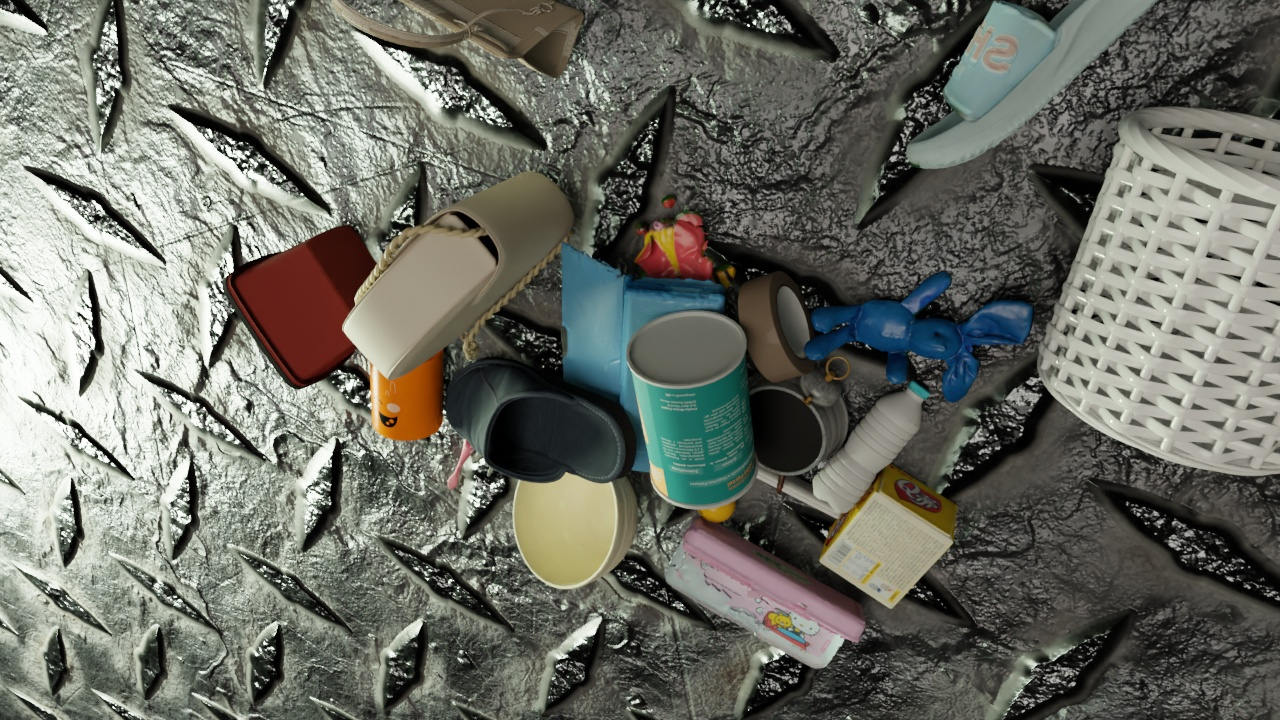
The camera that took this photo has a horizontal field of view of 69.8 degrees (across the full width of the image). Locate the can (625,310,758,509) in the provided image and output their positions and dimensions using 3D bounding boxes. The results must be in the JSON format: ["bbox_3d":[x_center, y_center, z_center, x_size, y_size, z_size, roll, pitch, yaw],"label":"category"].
[{"bbox_3d":[0.048,0.044,0.796,0.099,0.099,0.144,7,132,21],"label":"can"}]

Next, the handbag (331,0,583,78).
[{"bbox_3d":[-0.169,-0.284,0.741,0.175,0.197,0.062,31,123,7],"label":"handbag"}]

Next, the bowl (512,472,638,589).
[{"bbox_3d":[-0.058,0.163,0.977,0.151,0.075,0.150,-5,82,38],"label":"bowl"}]

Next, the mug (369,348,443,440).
[{"bbox_3d":[-0.267,0.020,1.021,0.112,0.077,0.096,36,130,42],"label":"mug"}]

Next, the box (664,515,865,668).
[{"bbox_3d":[0.122,0.251,0.954,0.201,0.111,0.101,28,98,8],"label":"box"}]

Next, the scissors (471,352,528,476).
[{"bbox_3d":[-0.150,0.063,1.018,0.153,0.014,0.131,-18,107,27],"label":"scissors"}]

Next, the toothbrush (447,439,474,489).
[{"bbox_3d":[-0.197,0.098,1.057,0.021,0.016,0.135,31,120,7],"label":"toothbrush"}]

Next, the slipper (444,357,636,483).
[{"bbox_3d":[-0.129,0.066,0.931,0.266,0.083,0.109,14,110,39],"label":"slipper"}]

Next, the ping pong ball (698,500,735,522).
[{"bbox_3d":[0.078,0.146,0.942,0.040,0.040,0.040,10,118,19],"label":"ping pong ball"}]

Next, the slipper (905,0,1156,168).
[{"bbox_3d":[0.278,-0.229,0.631,0.074,0.103,0.246,46,118,-1],"label":"slipper"}]

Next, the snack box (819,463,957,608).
[{"bbox_3d":[0.234,0.164,0.868,0.083,0.061,0.106,33,123,7],"label":"snack box"}]

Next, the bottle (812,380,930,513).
[{"bbox_3d":[0.211,0.076,0.832,0.044,0.044,0.136,37,104,3],"label":"bottle"}]

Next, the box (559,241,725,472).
[{"bbox_3d":[-0.010,0.011,0.881,0.175,0.060,0.232,17,133,17],"label":"box"}]

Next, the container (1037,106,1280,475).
[{"bbox_3d":[0.390,-0.052,0.615,0.189,0.188,0.187,17,121,16],"label":"container"}]

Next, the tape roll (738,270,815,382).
[{"bbox_3d":[0.121,-0.029,0.803,0.030,0.093,0.094,-17,107,30],"label":"tape roll"}]

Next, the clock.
[{"bbox_3d":[0.146,0.048,0.853,0.104,0.056,0.148,43,129,10],"label":"clock"}]

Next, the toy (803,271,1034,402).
[{"bbox_3d":[0.229,-0.015,0.779,0.176,0.070,0.113,6,120,10],"label":"toy"}]

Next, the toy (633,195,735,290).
[{"bbox_3d":[0.037,-0.093,0.840,0.084,0.046,0.103,-40,100,20],"label":"toy"}]

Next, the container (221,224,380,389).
[{"bbox_3d":[-0.377,-0.049,1.005,0.201,0.126,0.148,-25,103,25],"label":"container"}]

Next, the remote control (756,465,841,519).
[{"bbox_3d":[0.140,0.117,0.905,0.131,0.033,0.012,27,107,10],"label":"remote control"}]

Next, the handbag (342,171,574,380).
[{"bbox_3d":[-0.162,-0.070,0.838,0.103,0.210,0.209,48,121,-4],"label":"handbag"}]
